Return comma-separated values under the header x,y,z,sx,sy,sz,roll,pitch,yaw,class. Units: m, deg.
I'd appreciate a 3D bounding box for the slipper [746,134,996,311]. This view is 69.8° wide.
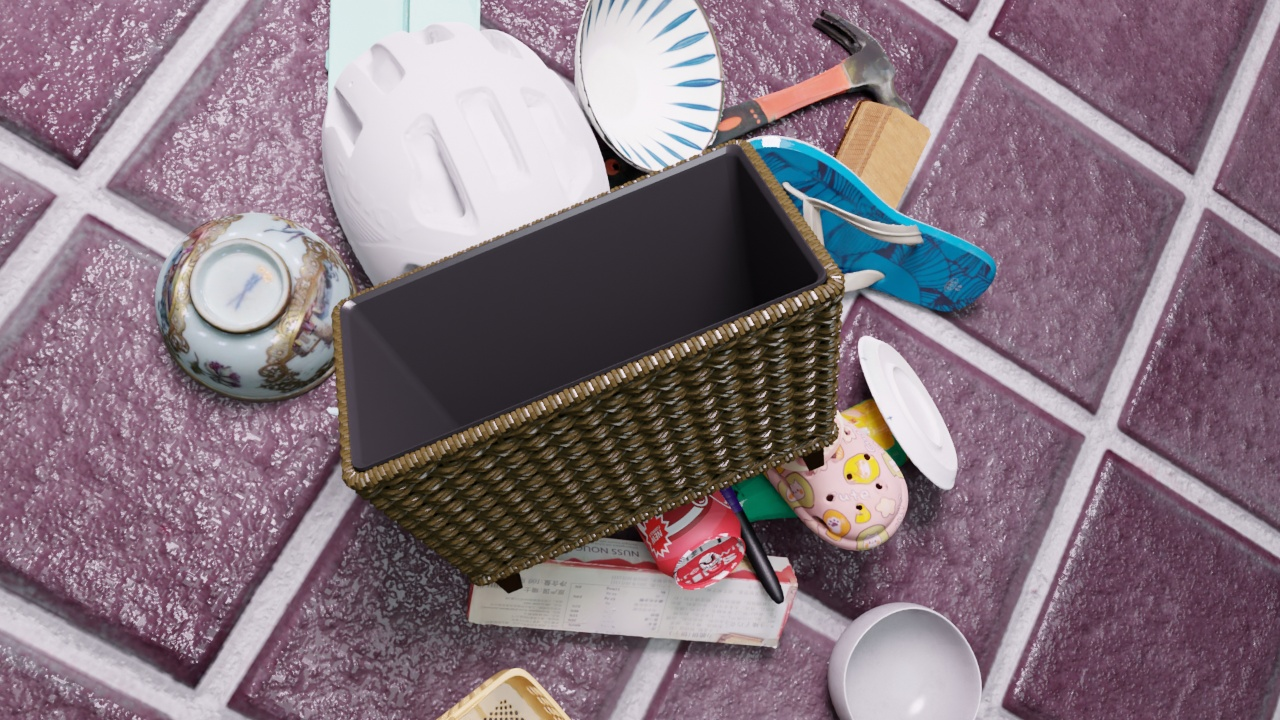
x,y,z,sx,sy,sz,roll,pitch,yaw,class
0.201,-0.106,0.850,0.294,0.118,0.060,23,49,-16,slipper

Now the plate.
x,y,z,sx,sy,sz,roll,pitch,yaw,class
0.246,0.043,0.832,0.014,0.156,0.157,-33,90,25,plate

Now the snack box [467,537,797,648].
x,y,z,sx,sy,sz,roll,pitch,yaw,class
-0.006,0.192,0.781,0.272,0.044,0.077,8,115,-11,snack box

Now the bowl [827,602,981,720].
x,y,z,sx,sy,sz,roll,pitch,yaw,class
0.229,0.285,0.822,0.131,0.064,0.131,2,81,-13,bowl

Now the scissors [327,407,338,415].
x,y,z,sx,sy,sz,roll,pitch,yaw,class
-0.199,0.038,0.791,0.133,0.015,0.104,38,77,1,scissors

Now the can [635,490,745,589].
x,y,z,sx,sy,sz,roll,pitch,yaw,class
0.026,0.115,0.765,0.074,0.074,0.142,-19,46,-15,can

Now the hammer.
x,y,z,sx,sy,sz,roll,pitch,yaw,class
0.102,-0.237,0.892,0.332,0.033,0.133,-25,89,-15,hammer

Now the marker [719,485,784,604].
x,y,z,sx,sy,sz,roll,pitch,yaw,class
0.086,0.144,0.775,0.018,0.015,0.134,-36,70,25,marker

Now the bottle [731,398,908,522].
x,y,z,sx,sy,sz,roll,pitch,yaw,class
0.135,0.106,0.825,0.209,0.068,0.068,-25,88,-8,bottle

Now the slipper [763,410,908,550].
x,y,z,sx,sy,sz,roll,pitch,yaw,class
0.142,0.066,0.760,0.093,0.082,0.197,-40,72,-14,slipper

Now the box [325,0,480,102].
x,y,z,sx,sy,sz,roll,pitch,yaw,class
-0.212,-0.267,0.827,0.136,0.033,0.186,0,81,-18,box

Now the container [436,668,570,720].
x,y,z,sx,sy,sz,roll,pitch,yaw,class
-0.086,0.336,0.689,0.129,0.167,0.183,-35,90,-16,container

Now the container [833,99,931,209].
x,y,z,sx,sy,sz,roll,pitch,yaw,class
0.224,-0.189,0.878,0.063,0.061,0.114,25,92,-21,container

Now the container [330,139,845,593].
x,y,z,sx,sy,sz,roll,pitch,yaw,class
-0.025,0.021,0.668,0.321,0.205,0.176,-22,46,0,container

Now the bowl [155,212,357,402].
x,y,z,sx,sy,sz,roll,pitch,yaw,class
-0.311,-0.050,0.734,0.159,0.094,0.159,2,81,-13,bowl

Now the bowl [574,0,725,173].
x,y,z,sx,sy,sz,roll,pitch,yaw,class
-0.008,-0.250,0.813,0.177,0.071,0.177,-3,95,-44,bowl

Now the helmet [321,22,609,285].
x,y,z,sx,sy,sz,roll,pitch,yaw,class
-0.140,-0.160,0.768,0.223,0.184,0.282,-15,71,-25,helmet
